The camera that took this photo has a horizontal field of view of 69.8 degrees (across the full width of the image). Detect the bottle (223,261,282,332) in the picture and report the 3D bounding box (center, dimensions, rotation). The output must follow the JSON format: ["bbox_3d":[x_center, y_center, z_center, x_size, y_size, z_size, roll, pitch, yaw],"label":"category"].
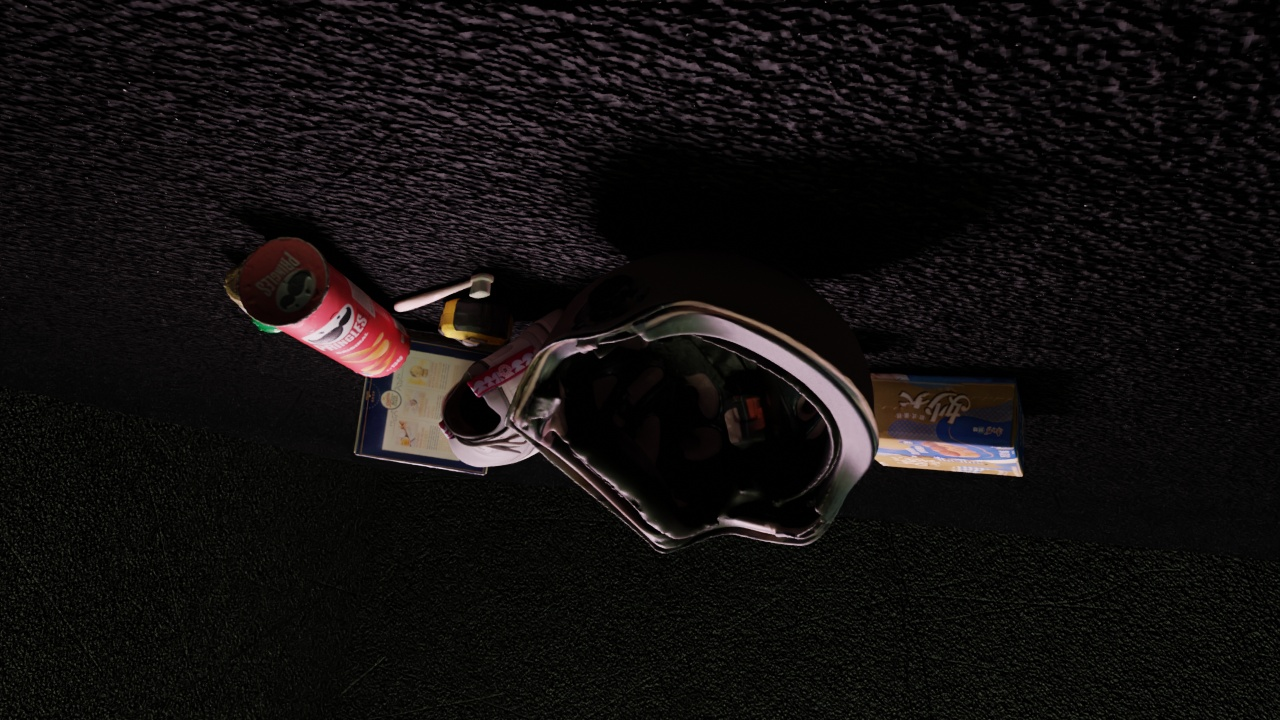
[{"bbox_3d":[-0.353,-0.057,0.854,0.043,0.043,0.111,9,167,-7],"label":"bottle"}]

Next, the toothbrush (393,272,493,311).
[{"bbox_3d":[-0.179,-0.056,0.814,0.015,0.018,0.182,17,165,-36],"label":"toothbrush"}]

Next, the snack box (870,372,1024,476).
[{"bbox_3d":[0.313,0.069,0.956,0.155,0.069,0.202,3,167,25],"label":"snack box"}]

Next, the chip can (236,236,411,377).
[{"bbox_3d":[-0.273,-0.038,0.824,0.073,0.073,0.233,7,169,4],"label":"chip can"}]

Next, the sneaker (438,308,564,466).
[{"bbox_3d":[-0.146,0.052,0.872,0.128,0.096,0.264,-26,170,-38],"label":"sneaker"}]

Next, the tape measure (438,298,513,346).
[{"bbox_3d":[-0.152,-0.033,0.852,0.065,0.037,0.064,13,167,-23],"label":"tape measure"}]

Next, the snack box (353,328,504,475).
[{"bbox_3d":[-0.227,0.043,1.002,0.145,0.144,0.042,11,-165,-10],"label":"snack box"}]

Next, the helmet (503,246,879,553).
[{"bbox_3d":[0.048,0.017,0.638,0.230,0.152,0.256,40,138,-18],"label":"helmet"}]
